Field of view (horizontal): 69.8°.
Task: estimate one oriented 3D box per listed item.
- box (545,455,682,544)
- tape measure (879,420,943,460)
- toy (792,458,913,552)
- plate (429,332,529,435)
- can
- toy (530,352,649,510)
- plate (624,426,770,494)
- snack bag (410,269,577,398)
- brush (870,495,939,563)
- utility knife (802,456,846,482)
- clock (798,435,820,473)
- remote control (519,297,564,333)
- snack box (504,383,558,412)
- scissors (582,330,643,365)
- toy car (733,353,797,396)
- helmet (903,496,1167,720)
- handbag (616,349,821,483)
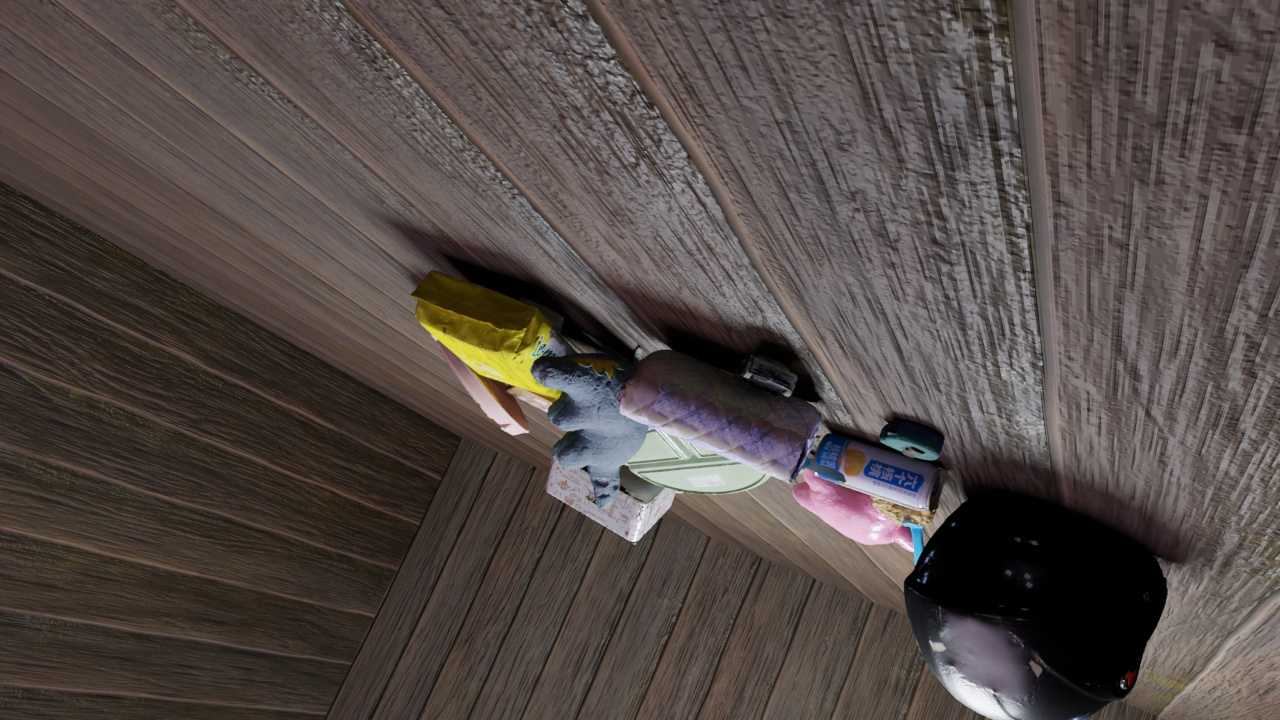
[{"bbox_3d":[-0.010,0.163,1.461,0.178,0.088,0.261,28,-149,20],"label":"box"},{"bbox_3d":[0.267,0.080,0.898,0.058,0.025,0.054,23,168,3],"label":"tape measure"},{"bbox_3d":[0.285,0.199,1.228,0.195,0.074,0.178,19,153,38],"label":"toy"},{"bbox_3d":[-0.233,0.014,1.292,0.229,0.028,0.229,54,179,1],"label":"plate"},{"bbox_3d":[0.264,0.124,1.020,0.135,0.053,0.053,16,165,32],"label":"can"},{"bbox_3d":[-0.048,0.071,1.125,0.091,0.137,0.357,38,158,29],"label":"toy"},{"bbox_3d":[0.076,0.130,1.257,0.230,0.027,0.231,7,148,4],"label":"plate"},{"bbox_3d":[-0.162,-0.017,1.101,0.158,0.068,0.246,21,167,21],"label":"snack bag"},{"bbox_3d":[0.334,0.218,1.114,0.083,0.045,0.255,-1,132,28],"label":"brush"},{"bbox_3d":[0.131,0.094,0.995,0.193,0.029,0.013,20,124,17],"label":"utility knife"},{"bbox_3d":[0.143,0.087,1.089,0.116,0.056,0.161,26,167,-4],"label":"clock"},{"bbox_3d":[-0.125,-0.043,1.128,0.058,0.021,0.150,27,167,-3],"label":"remote control"},{"bbox_3d":[-0.126,0.026,1.289,0.092,0.077,0.094,27,167,-13],"label":"snack box"},{"bbox_3d":[-0.007,0.007,1.145,0.177,0.014,0.160,34,163,-26],"label":"scissors"},{"bbox_3d":[0.120,0.012,0.874,0.049,0.031,0.105,23,178,-1],"label":"toy car"},{"bbox_3d":[0.413,0.284,1.004,0.234,0.229,0.275,5,119,57],"label":"helmet"},{"bbox_3d":[0.084,0.051,0.943,0.194,0.076,0.134,20,-163,14],"label":"handbag"}]
